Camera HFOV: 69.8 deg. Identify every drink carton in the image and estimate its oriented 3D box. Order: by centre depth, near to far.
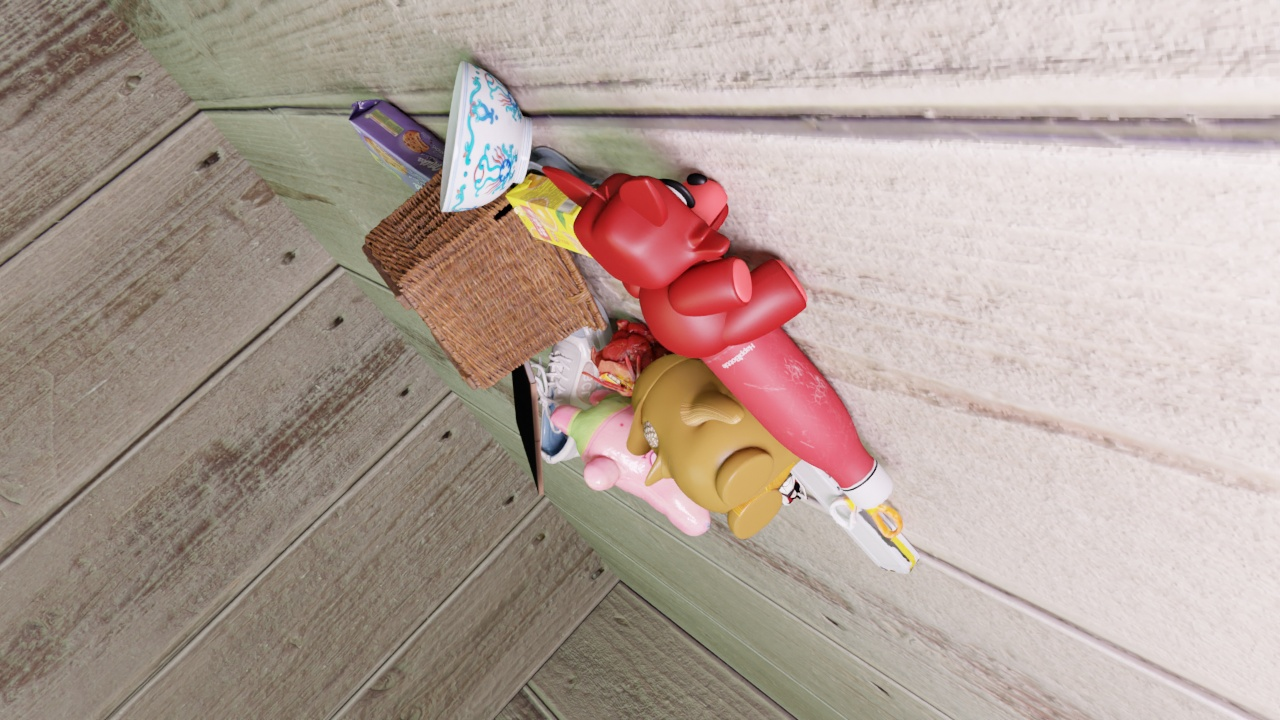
[{"bbox_3d":[-0.075,-0.141,0.894,0.135,0.043,0.058,26,156,50],"label":"drink carton"}]

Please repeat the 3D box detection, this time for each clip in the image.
[{"bbox_3d":[-0.054,-0.153,0.944,0.167,0.028,0.127,32,161,41],"label":"clip"}]

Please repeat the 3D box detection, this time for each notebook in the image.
[{"bbox_3d":[-0.152,0.058,1.211,0.141,0.008,0.210,-115,20,-43],"label":"notebook"}]

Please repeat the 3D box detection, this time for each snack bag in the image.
[{"bbox_3d":[-0.285,-0.261,1.194,0.205,0.058,0.096,37,166,18],"label":"snack bag"}]

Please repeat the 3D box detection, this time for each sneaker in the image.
[{"bbox_3d":[-0.097,0.030,1.213,0.089,0.090,0.243,26,121,35],"label":"sneaker"}]

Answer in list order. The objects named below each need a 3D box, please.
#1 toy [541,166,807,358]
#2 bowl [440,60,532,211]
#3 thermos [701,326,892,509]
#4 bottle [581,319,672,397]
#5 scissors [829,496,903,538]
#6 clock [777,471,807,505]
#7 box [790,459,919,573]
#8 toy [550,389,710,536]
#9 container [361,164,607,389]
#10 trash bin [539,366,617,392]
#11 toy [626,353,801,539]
[{"bbox_3d":[0.025,-0.090,0.737,0.197,0.120,0.158,43,170,-35],"label":"toy"},{"bbox_3d":[-0.149,-0.212,0.899,0.074,0.144,0.144,7,174,-17],"label":"bowl"},{"bbox_3d":[0.149,0.047,0.853,0.240,0.073,0.073,47,164,-11],"label":"thermos"},{"bbox_3d":[-0.007,0.006,1.105,0.111,0.098,0.099,43,165,18],"label":"bottle"},{"bbox_3d":[0.220,0.139,0.963,0.097,0.012,0.133,-12,121,43],"label":"scissors"},{"bbox_3d":[0.137,0.128,1.106,0.155,0.065,0.115,27,157,49],"label":"clock"},{"bbox_3d":[0.228,0.158,1.022,0.209,0.033,0.064,46,162,-10],"label":"box"},{"bbox_3d":[0.002,0.120,1.127,0.236,0.191,0.097,46,136,19],"label":"toy"},{"bbox_3d":[-0.187,-0.101,1.065,0.162,0.183,0.250,45,169,41],"label":"container"},{"bbox_3d":[-0.061,0.064,1.342,0.161,0.133,0.133,46,165,14],"label":"trash bin"},{"bbox_3d":[0.064,0.076,0.975,0.203,0.162,0.199,43,164,38],"label":"toy"}]
